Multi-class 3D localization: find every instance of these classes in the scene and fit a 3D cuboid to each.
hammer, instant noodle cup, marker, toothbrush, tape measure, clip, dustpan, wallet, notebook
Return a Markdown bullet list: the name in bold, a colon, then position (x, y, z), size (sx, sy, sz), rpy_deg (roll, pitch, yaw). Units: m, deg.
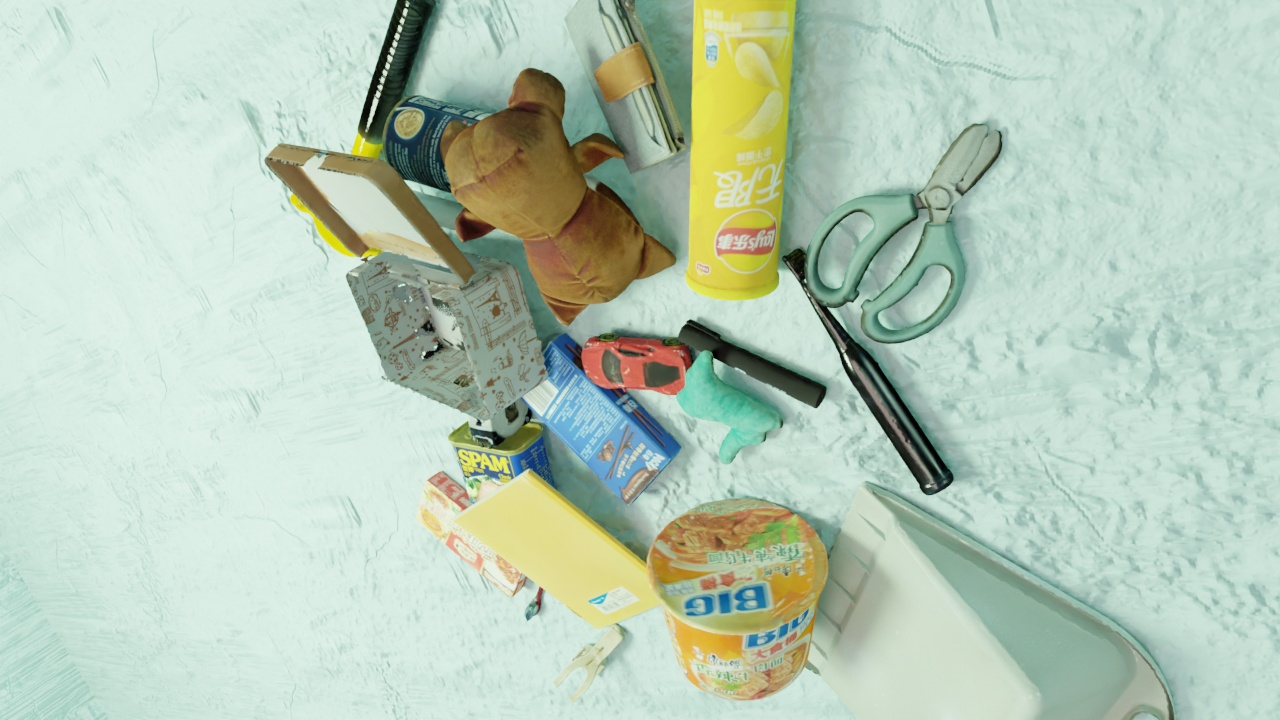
- **hammer**: position (-0.254, -0.215, 0.870), size (0.129, 0.032, 0.302), rpy_deg (43, 131, 8)
- **instant noodle cup**: position (0.085, 0.210, 0.792), size (0.151, 0.151, 0.111), rpy_deg (14, 129, 29)
- **marker**: position (0.091, 0.002, 0.753), size (0.132, 0.020, 0.022), rpy_deg (27, 114, 22)
- **toothbrush**: position (0.170, 0.007, 0.696), size (0.027, 0.026, 0.212), rpy_deg (-33, 91, 8)
- **toothbrush**: position (-0.180, -0.135, 0.840), size (0.221, 0.026, 0.027), rpy_deg (17, 121, 14)
- **tape measure**: position (-0.141, 0.044, 0.907), size (0.034, 0.065, 0.066), rpy_deg (8, 120, 29)
- **toothbrush**: position (-0.104, 0.229, 1.013), size (0.016, 0.017, 0.188), rpy_deg (33, 129, 16)
- **clip**: position (-0.058, 0.337, 1.009), size (0.035, 0.096, 0.101), rpy_deg (44, 142, 8)
- **dustpan**: position (0.281, 0.249, 0.758), size (0.257, 0.142, 0.223), rpy_deg (51, 139, 42)
- **wallet**: position (-0.015, -0.205, 0.675), size (0.130, 0.037, 0.106), rpy_deg (66, 167, -10)
- **notebook**: position (-0.077, 0.200, 0.939), size (0.206, 0.010, 0.146), rpy_deg (41, 133, -15)

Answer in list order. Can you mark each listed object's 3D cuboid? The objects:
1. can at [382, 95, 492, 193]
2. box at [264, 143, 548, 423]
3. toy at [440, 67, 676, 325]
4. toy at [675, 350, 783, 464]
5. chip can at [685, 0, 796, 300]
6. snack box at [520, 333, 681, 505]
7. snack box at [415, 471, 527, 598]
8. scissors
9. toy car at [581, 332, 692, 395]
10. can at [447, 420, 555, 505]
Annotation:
- **can**: position (-0.155, -0.180, 0.790), size (0.111, 0.075, 0.075), rpy_deg (20, 124, 25)
- **box**: position (-0.203, -0.080, 0.813), size (0.179, 0.102, 0.261), rpy_deg (17, 134, 40)
- **toy**: position (-0.067, -0.119, 0.723), size (0.140, 0.130, 0.199), rpy_deg (-24, 125, 27)
- **toy**: position (0.072, 0.045, 0.774), size (0.092, 0.030, 0.097), rpy_deg (28, 127, 3)
- **chip can**: position (0.070, -0.152, 0.650), size (0.072, 0.071, 0.214), rpy_deg (17, 122, 28)
- **snack box**: position (-0.042, 0.057, 0.870), size (0.157, 0.026, 0.085), rpy_deg (44, 131, 8)
- **snack box**: position (-0.190, 0.200, 1.053), size (0.153, 0.025, 0.075), rpy_deg (36, 129, 14)
- **scissors**: position (0.203, -0.076, 0.631), size (0.186, 0.019, 0.129), rpy_deg (-36, 97, 36)
- **toy car**: position (-0.005, 0.005, 0.807), size (0.106, 0.031, 0.049), rpy_deg (6, 116, 24)
- **can**: position (-0.141, 0.110, 0.950), size (0.102, 0.057, 0.083), rpy_deg (5, 119, 34)
